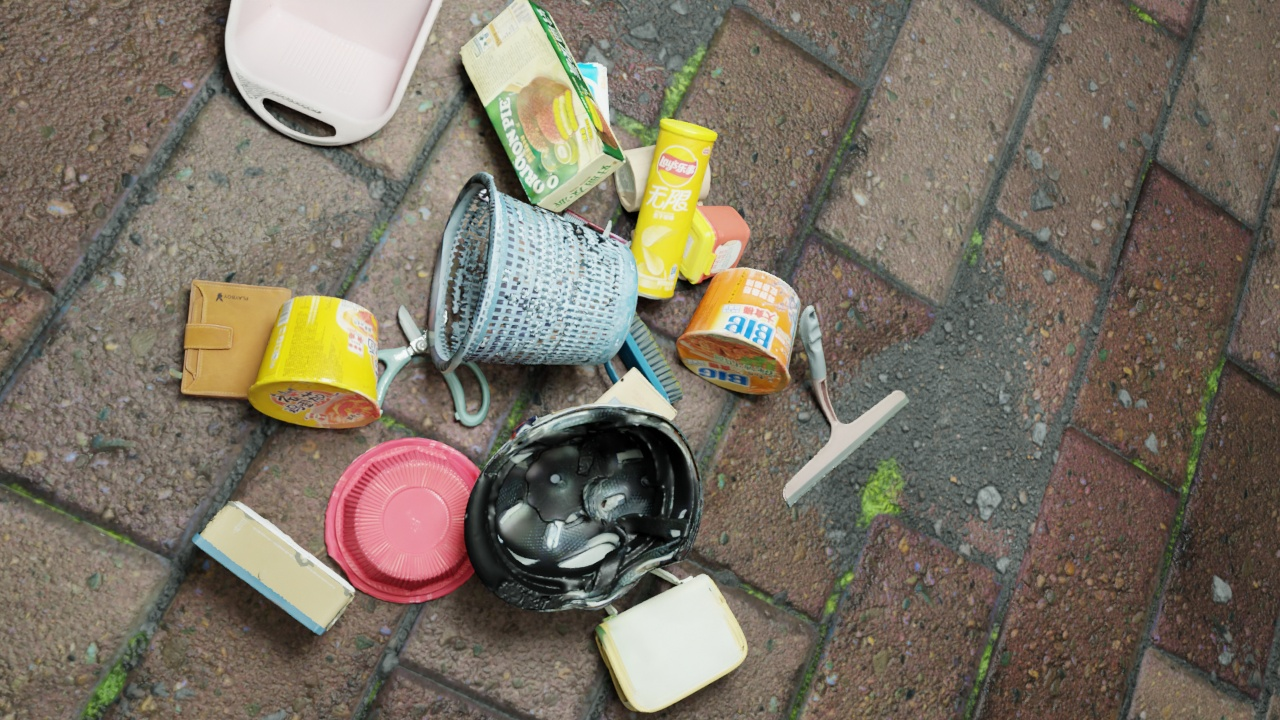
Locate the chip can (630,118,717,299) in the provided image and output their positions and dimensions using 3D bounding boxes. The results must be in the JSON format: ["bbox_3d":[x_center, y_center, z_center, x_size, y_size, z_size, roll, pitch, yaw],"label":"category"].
[{"bbox_3d":[0.033,-0.186,1.138,0.072,0.072,0.214,9,112,-17],"label":"chip can"}]

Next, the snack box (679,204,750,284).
[{"bbox_3d":[0.092,-0.154,1.200,0.080,0.091,0.082,-11,53,-29],"label":"snack box"}]

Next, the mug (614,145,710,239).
[{"bbox_3d":[0.029,-0.223,1.208,0.103,0.084,0.125,-14,112,-19],"label":"mug"}]

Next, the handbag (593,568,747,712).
[{"bbox_3d":[0.024,0.323,1.131,0.163,0.063,0.178,-21,74,-20],"label":"handbag"}]

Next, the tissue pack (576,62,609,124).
[{"bbox_3d":[-0.087,-0.319,1.185,0.090,0.063,0.140,-2,82,-17],"label":"tissue pack"}]

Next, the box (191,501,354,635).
[{"bbox_3d":[-0.395,0.217,0.986,0.184,0.090,0.059,38,73,-7],"label":"box"}]

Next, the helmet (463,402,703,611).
[{"bbox_3d":[-0.073,0.155,1.065,0.273,0.157,0.230,-23,102,-10],"label":"helmet"}]

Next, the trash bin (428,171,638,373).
[{"bbox_3d":[-0.119,-0.081,1.057,0.195,0.227,0.226,11,78,-26],"label":"trash bin"}]

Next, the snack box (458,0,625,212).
[{"bbox_3d":[-0.121,-0.310,1.114,0.115,0.063,0.240,-33,74,22],"label":"snack box"}]

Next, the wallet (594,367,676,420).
[{"bbox_3d":[-0.020,0.076,1.143,0.115,0.024,0.087,-42,99,10],"label":"wallet"}]

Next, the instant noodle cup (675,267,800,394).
[{"bbox_3d":[0.133,-0.041,1.175,0.151,0.152,0.111,27,65,-13],"label":"instant noodle cup"}]

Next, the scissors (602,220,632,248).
[{"bbox_3d":[-0.064,-0.090,1.172,0.165,0.012,0.157,-21,95,-11],"label":"scissors"}]

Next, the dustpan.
[{"bbox_3d":[-0.348,-0.386,1.037,0.222,0.274,0.138,20,51,-12],"label":"dustpan"}]

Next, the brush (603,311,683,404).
[{"bbox_3d":[-0.007,0.007,1.162,0.073,0.055,0.144,-34,97,-19],"label":"brush"}]

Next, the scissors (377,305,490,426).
[{"bbox_3d":[-0.254,0.026,1.100,0.180,0.019,0.170,37,71,-9],"label":"scissors"}]

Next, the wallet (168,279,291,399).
[{"bbox_3d":[-0.461,-0.022,1.033,0.119,0.035,0.130,5,80,-24],"label":"wallet"}]

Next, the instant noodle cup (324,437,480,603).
[{"bbox_3d":[-0.259,0.183,1.048,0.193,0.066,0.193,3,82,-18],"label":"instant noodle cup"}]

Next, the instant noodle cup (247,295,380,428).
[{"bbox_3d":[-0.351,0.001,1.011,0.138,0.138,0.109,9,63,-17],"label":"instant noodle cup"}]

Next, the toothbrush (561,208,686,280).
[{"bbox_3d":[-0.019,-0.148,1.206,0.187,0.016,0.017,28,103,-14],"label":"toothbrush"}]

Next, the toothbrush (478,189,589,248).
[{"bbox_3d":[-0.121,-0.170,1.173,0.189,0.021,0.029,26,100,-13],"label":"toothbrush"}]

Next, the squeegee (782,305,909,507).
[{"bbox_3d":[0.243,0.026,1.220,0.247,0.040,0.250,-36,125,-20],"label":"squeegee"}]
